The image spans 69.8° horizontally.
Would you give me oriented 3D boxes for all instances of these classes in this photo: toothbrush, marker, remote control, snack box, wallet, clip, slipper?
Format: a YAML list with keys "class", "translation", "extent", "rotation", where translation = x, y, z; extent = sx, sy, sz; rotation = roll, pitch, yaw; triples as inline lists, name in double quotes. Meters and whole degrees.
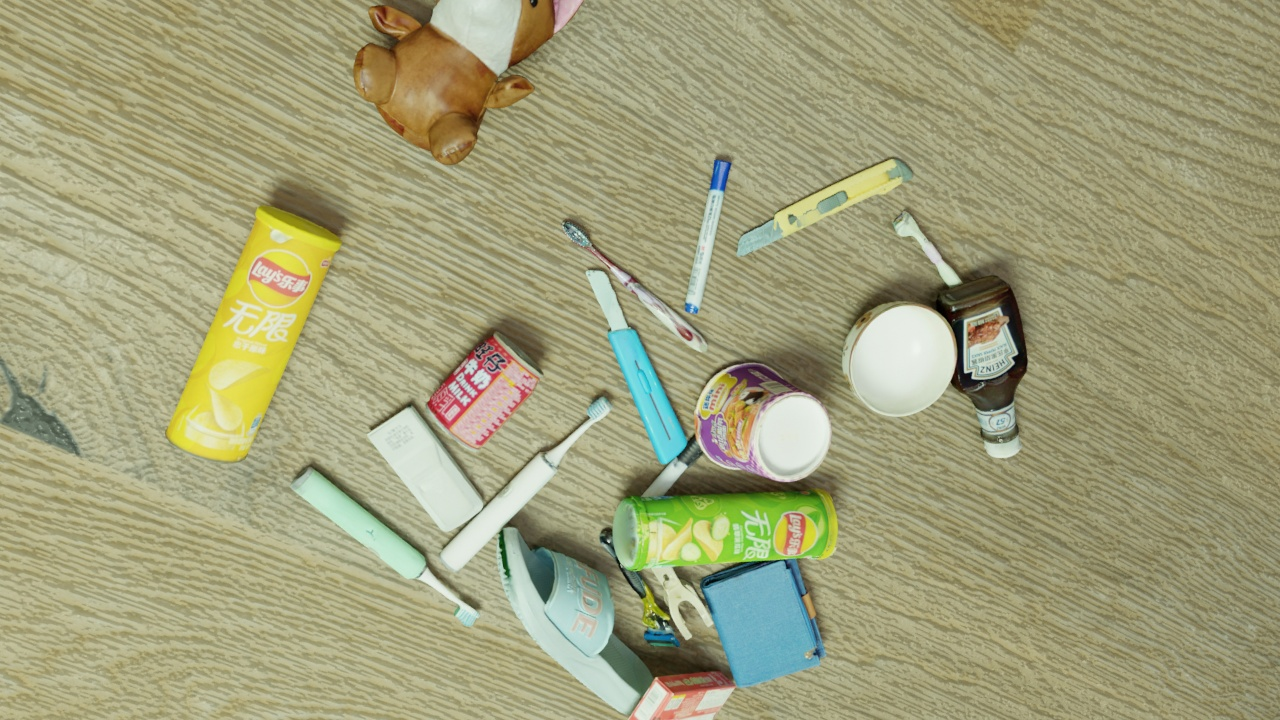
- class: "toothbrush"
  translation: [-0.003, -0.068, 0.867]
  extent: [0.187, 0.017, 0.016]
  rotation: [41, 92, -17]
- class: "marker"
  translation: [0.021, 0.127, 0.919]
  extent: [0.022, 0.018, 0.131]
  rotation: [39, 92, -12]
- class: "remote control"
  translation: [-0.200, 0.103, 0.861]
  extent: [0.049, 0.024, 0.125]
  rotation: [-34, 107, -3]
- class: "snack box"
  translation: [0.039, 0.353, 0.925]
  extent: [0.075, 0.025, 0.152]
  rotation: [-57, 148, 4]
- class: "toothbrush"
  translation: [0.319, -0.077, 0.936]
  extent: [0.189, 0.020, 0.029]
  rotation: [45, 58, -19]
- class: "wallet"
  translation: [0.131, 0.272, 0.968]
  extent: [0.106, 0.040, 0.133]
  rotation: [-20, 107, 2]
- class: "marker"
  translation: [0.063, -0.116, 0.871]
  extent: [0.017, 0.017, 0.146]
  rotation: [9, 101, -14]
- class: "toothbrush"
  translation: [-0.108, 0.117, 0.883]
  extent: [0.221, 0.027, 0.026]
  rotation: [-45, 126, 1]
- class: "clip"
  translation: [0.033, 0.232, 0.947]
  extent: [0.034, 0.081, 0.104]
  rotation: [-32, 90, -3]
- class: "toothbrush"
  translation: [-0.236, 0.179, 0.870]
  extent: [0.224, 0.026, 0.027]
  rotation: [44, 69, -18]
- class: "slipper"
  translation: [-0.051, 0.252, 0.890]
  extent: [0.074, 0.104, 0.245]
  rotation: [-37, 113, 4]

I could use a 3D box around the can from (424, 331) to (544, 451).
- class: "can"
  translation: [-0.140, 0.027, 0.833]
  extent: [0.066, 0.066, 0.094]
  rotation: [42, 92, -18]

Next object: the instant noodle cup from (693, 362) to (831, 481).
- class: "instant noodle cup"
  translation: [0.122, 0.064, 0.876]
  extent: [0.111, 0.099, 0.111]
  rotation: [-4, 102, -21]

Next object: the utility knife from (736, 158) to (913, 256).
- class: "utility knife"
  translation: [0.177, -0.149, 0.892]
  extent: [0.195, 0.020, 0.031]
  rotation: [-25, 101, -1]

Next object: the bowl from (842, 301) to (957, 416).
- class: "bowl"
  translation: [0.249, -0.006, 0.914]
  extent: [0.113, 0.062, 0.113]
  rotation: [-3, 104, -11]

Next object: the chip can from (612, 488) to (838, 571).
- class: "chip can"
  translation: [0.083, 0.165, 0.901]
  extent: [0.221, 0.072, 0.072]
  rotation: [0, 103, -19]

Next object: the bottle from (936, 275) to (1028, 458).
- class: "bottle"
  translation: [0.358, 0.012, 0.944]
  extent: [0.080, 0.044, 0.195]
  rotation: [-19, 114, 3]

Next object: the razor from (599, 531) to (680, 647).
- class: "razor"
  translation: [-0.004, 0.231, 0.937]
  extent: [0.022, 0.043, 0.143]
  rotation: [-42, 110, -44]

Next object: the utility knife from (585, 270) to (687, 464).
- class: "utility knife"
  translation: [-0.005, 0.005, 0.885]
  extent: [0.034, 0.018, 0.207]
  rotation: [-25, 106, -5]

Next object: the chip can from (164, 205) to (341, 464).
- class: "chip can"
  translation: [-0.328, -0.021, 0.779]
  extent: [0.072, 0.072, 0.213]
  rotation: [24, 98, -17]

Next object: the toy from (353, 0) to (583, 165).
- class: "toy"
  translation: [-0.139, -0.266, 0.742]
  extent: [0.140, 0.130, 0.199]
  rotation: [39, 83, -12]
